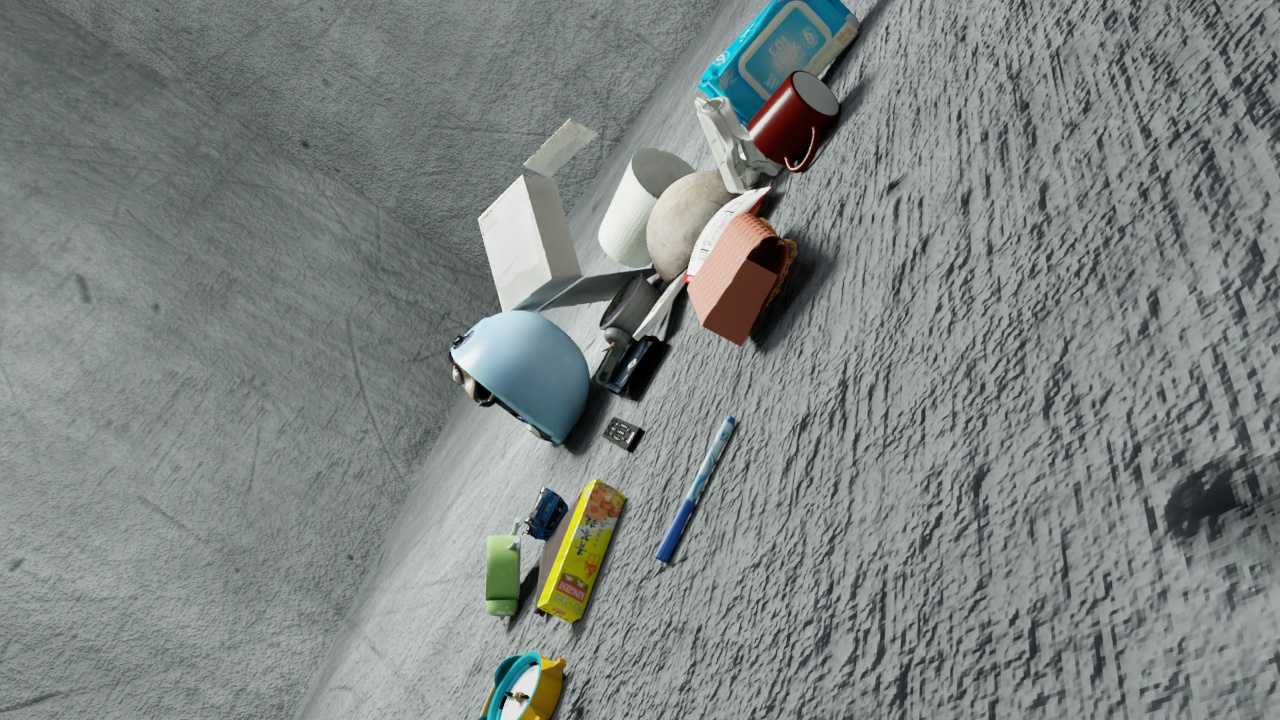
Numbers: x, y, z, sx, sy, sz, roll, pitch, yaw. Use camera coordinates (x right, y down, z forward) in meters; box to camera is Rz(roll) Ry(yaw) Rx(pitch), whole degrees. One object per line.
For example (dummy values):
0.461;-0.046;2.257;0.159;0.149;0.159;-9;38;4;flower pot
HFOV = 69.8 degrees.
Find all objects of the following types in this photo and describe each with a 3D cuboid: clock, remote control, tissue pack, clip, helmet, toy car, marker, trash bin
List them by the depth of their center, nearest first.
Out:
0.049;0.111;0.802;0.141;0.013;0.013;-62;13;-14;marker
-0.117;0.325;0.872;0.130;0.043;0.098;-35;26;44;clock
-0.023;0.089;1.122;0.030;0.009;0.140;-60;13;-6;remote control
-0.116;0.195;1.139;0.056;0.043;0.120;-63;-1;-21;toy car
-0.171;0.265;1.141;0.094;0.042;0.119;-121;33;-77;clock
0.121;-0.272;1.182;0.075;0.125;0.144;-33;34;-3;clip
0.183;-0.400;1.189;0.209;0.117;0.066;-48;15;9;tissue pack
0.031;-0.078;1.233;0.050;0.011;0.135;-44;8;42;remote control
-0.022;-0.068;1.363;0.104;0.056;0.147;-31;28;57;clock
-0.050;0.008;1.375;0.076;0.023;0.045;-63;12;-28;clip
-0.173;0.016;1.377;0.167;0.225;0.265;-51;12;-1;helmet
0.011;-0.242;1.500;0.162;0.133;0.133;-53;13;45;trash bin

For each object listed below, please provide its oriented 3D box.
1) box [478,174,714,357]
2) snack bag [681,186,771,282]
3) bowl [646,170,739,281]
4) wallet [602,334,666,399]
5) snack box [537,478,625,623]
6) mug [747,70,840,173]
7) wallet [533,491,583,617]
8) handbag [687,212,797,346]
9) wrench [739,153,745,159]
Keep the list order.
-0.065;-0.130;1.440;0.168;0.379;0.171;-26;48;53;box
0.102;-0.157;1.147;0.144;0.039;0.131;-54;10;3;snack bag
0.061;-0.207;1.308;0.179;0.081;0.178;-50;14;17;bowl
-0.007;0.007;1.207;0.089;0.026;0.115;-57;13;-5;wallet
-0.059;0.195;0.948;0.029;0.040;0.147;-42;21;51;snack box
0.183;-0.270;1.069;0.083;0.073;0.105;-45;47;44;mug
-0.087;0.215;1.032;0.100;0.031;0.119;-56;14;25;wallet
0.106;-0.089;0.934;0.109;0.060;0.171;-61;10;14;handbag
0.163;-0.291;1.282;0.066;0.018;0.273;-60;12;-8;wrench
